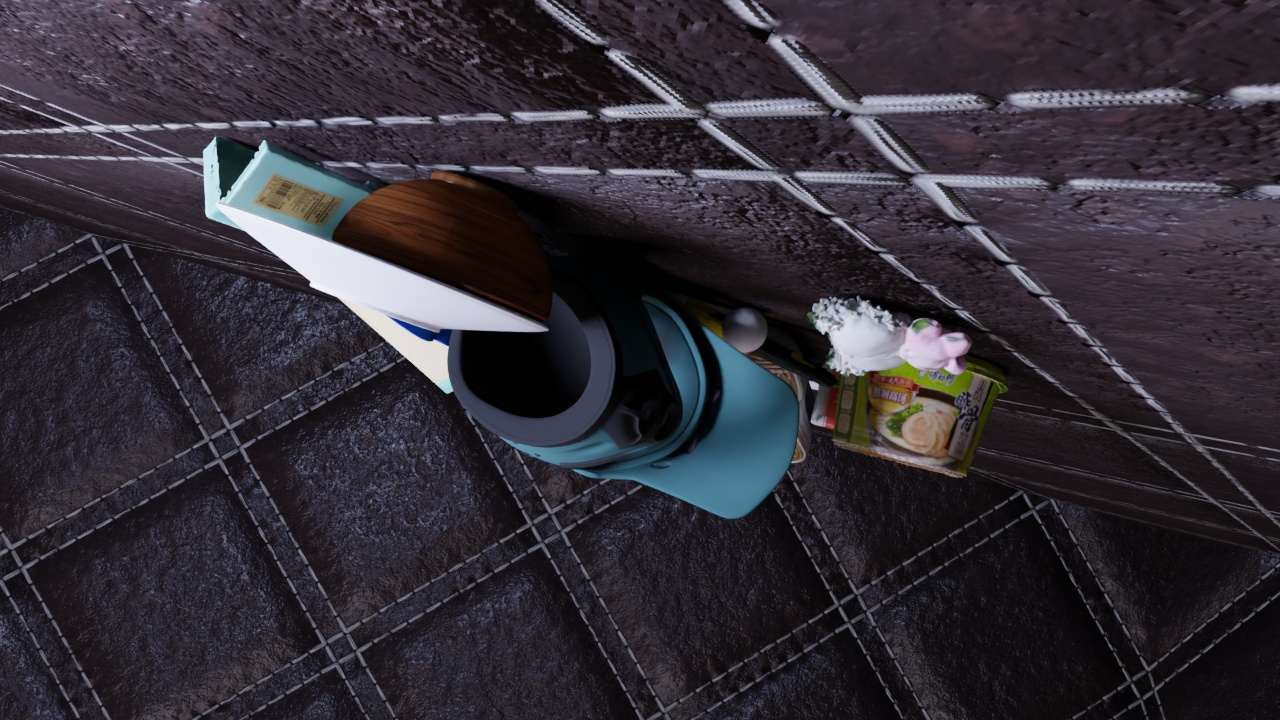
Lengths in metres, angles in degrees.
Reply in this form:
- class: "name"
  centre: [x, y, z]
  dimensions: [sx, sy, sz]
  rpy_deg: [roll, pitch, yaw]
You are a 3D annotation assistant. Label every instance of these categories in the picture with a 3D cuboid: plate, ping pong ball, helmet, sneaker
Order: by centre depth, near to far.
- class: "plate"
  centre: [-0.175, -0.048, 0.625]
  dimensions: [0.229, 0.030, 0.229]
  rpy_deg: [20, 178, 0]
- class: "helmet"
  centre: [-0.018, 0.019, 0.760]
  dimensions: [0.200, 0.176, 0.275]
  rpy_deg: [20, -174, -44]
- class: "ping pong ball"
  centre: [0.091, -0.027, 0.806]
  dimensions: [0.040, 0.040, 0.040]
  rpy_deg: [15, 176, 1]
- class: "sneaker"
  centre: [0.143, 0.023, 0.972]
  dimensions: [0.087, 0.079, 0.236]
  rpy_deg: [9, 151, 21]

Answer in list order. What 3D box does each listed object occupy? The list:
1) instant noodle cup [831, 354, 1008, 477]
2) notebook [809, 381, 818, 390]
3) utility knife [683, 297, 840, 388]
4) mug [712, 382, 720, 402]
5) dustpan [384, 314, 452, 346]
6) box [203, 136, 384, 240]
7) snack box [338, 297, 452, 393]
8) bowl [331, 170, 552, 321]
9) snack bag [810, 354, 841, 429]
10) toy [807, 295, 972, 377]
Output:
- class: "instant noodle cup"
  centre: [0.237, 0.042, 0.804]
  dimensions: [0.146, 0.098, 0.146]
  rpy_deg: [15, 176, 1]
- class: "notebook"
  centre: [0.214, 0.021, 1.213]
  dimensions: [0.178, 0.013, 0.245]
  rpy_deg: [14, 176, 35]
- class: "utility knife"
  centre: [0.115, -0.012, 0.845]
  dimensions: [0.172, 0.020, 0.028]
  rpy_deg: [26, -152, -8]
- class: "mug"
  centre: [0.085, 0.016, 1.042]
  dimensions: [0.089, 0.086, 0.111]
  rpy_deg: [17, -163, 10]
- class: "dustpan"
  centre: [-0.223, -0.060, 0.922]
  dimensions: [0.257, 0.059, 0.246]
  rpy_deg: [26, 180, -25]
- class: "box"
  centre: [-0.232, -0.126, 0.723]
  dimensions: [0.093, 0.077, 0.188]
  rpy_deg: [-28, 150, 29]
- class: "snack box"
  centre: [-0.270, -0.046, 1.085]
  dimensions: [0.193, 0.044, 0.142]
  rpy_deg: [43, 153, -13]
- class: "bowl"
  centre: [-0.119, -0.083, 0.604]
  dimensions: [0.147, 0.069, 0.147]
  rpy_deg: [20, 178, 0]
- class: "snack bag"
  centre: [0.240, 0.043, 0.951]
  dimensions: [0.116, 0.077, 0.036]
  rpy_deg: [15, 179, 4]
- class: "toy"
  centre: [0.180, -0.015, 0.651]
  dimensions: [0.109, 0.041, 0.096]
  rpy_deg: [10, 159, 26]
